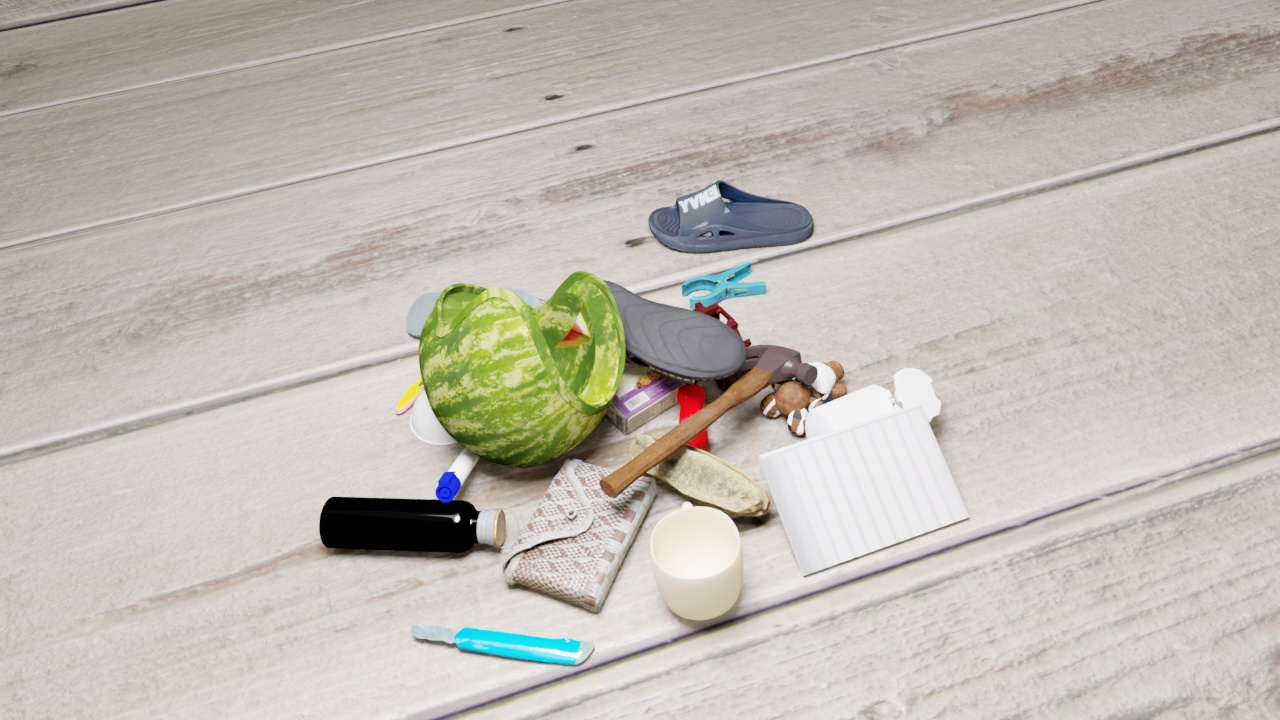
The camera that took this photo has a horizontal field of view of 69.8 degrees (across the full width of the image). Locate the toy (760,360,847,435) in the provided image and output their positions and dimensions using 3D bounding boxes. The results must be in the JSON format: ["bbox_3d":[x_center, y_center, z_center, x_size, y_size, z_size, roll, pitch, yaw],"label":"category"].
[{"bbox_3d":[0.218,0.039,1.192,0.112,0.067,0.087,-27,46,-33],"label":"toy"}]

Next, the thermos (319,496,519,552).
[{"bbox_3d":[-0.256,0.194,1.081,0.231,0.061,0.061,1,44,7],"label":"thermos"}]

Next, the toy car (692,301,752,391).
[{"bbox_3d":[0.105,-0.026,1.270,0.070,0.062,0.170,-25,46,-18],"label":"toy car"}]

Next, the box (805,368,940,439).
[{"bbox_3d":[0.290,0.069,1.130,0.165,0.093,0.083,-21,67,-18],"label":"box"}]

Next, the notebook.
[{"bbox_3d":[0.257,0.145,1.057,0.209,0.009,0.142,-17,75,-10],"label":"notebook"}]

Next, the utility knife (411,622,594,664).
[{"bbox_3d":[-0.152,0.302,0.986,0.205,0.015,0.031,7,44,8],"label":"utility knife"}]

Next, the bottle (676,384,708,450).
[{"bbox_3d":[0.067,0.087,1.169,0.036,0.036,0.118,-4,55,3],"label":"bottle"}]

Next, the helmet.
[{"bbox_3d":[-0.154,0.012,1.136,0.248,0.243,0.212,-10,7,36],"label":"helmet"}]

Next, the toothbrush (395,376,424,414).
[{"bbox_3d":[-0.303,0.028,1.296,0.021,0.016,0.135,20,49,20],"label":"toothbrush"}]

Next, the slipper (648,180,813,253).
[{"bbox_3d":[0.145,-0.235,1.474,0.268,0.083,0.110,0,45,4],"label":"slipper"}]

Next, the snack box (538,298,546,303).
[{"bbox_3d":[-0.103,-0.051,1.344,0.141,0.032,0.050,13,46,20],"label":"snack box"}]

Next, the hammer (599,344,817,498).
[{"bbox_3d":[0.077,0.068,1.106,0.322,0.033,0.115,-33,35,-31],"label":"hammer"}]

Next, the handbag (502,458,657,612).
[{"bbox_3d":[-0.069,0.195,1.069,0.124,0.047,0.185,13,47,19],"label":"handbag"}]

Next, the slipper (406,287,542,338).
[{"bbox_3d":[-0.228,-0.059,1.335,0.269,0.054,0.098,9,76,32],"label":"slipper"}]

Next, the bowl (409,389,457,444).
[{"bbox_3d":[-0.262,0.059,1.239,0.110,0.041,0.109,-4,43,3],"label":"bowl"}]

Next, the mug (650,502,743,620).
[{"bbox_3d":[0.061,0.216,0.990,0.096,0.100,0.120,-10,41,-1],"label":"mug"}]

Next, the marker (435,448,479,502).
[{"bbox_3d":[-0.221,0.134,1.123,0.023,0.027,0.133,-3,15,5],"label":"marker"}]

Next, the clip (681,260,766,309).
[{"bbox_3d":[0.118,-0.121,1.397,0.127,0.028,0.113,-23,43,-17],"label":"clip"}]

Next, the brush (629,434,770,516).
[{"bbox_3d":[0.065,0.136,1.100,0.195,0.043,0.059,23,88,30],"label":"brush"}]

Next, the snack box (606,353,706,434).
[{"bbox_3d":[-0.007,0.007,1.244,0.143,0.041,0.148,-30,59,-23],"label":"snack box"}]

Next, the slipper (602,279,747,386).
[{"bbox_3d":[0.017,-0.031,1.198,0.268,0.076,0.112,24,61,30],"label":"slipper"}]
